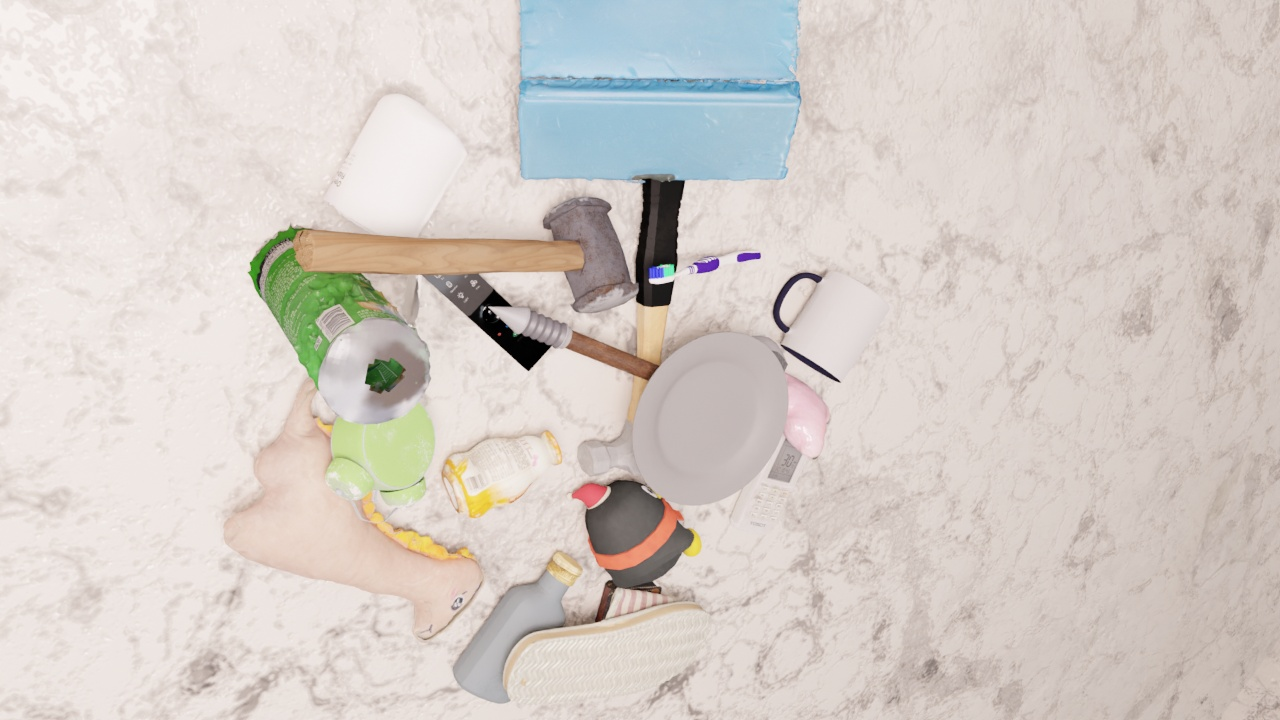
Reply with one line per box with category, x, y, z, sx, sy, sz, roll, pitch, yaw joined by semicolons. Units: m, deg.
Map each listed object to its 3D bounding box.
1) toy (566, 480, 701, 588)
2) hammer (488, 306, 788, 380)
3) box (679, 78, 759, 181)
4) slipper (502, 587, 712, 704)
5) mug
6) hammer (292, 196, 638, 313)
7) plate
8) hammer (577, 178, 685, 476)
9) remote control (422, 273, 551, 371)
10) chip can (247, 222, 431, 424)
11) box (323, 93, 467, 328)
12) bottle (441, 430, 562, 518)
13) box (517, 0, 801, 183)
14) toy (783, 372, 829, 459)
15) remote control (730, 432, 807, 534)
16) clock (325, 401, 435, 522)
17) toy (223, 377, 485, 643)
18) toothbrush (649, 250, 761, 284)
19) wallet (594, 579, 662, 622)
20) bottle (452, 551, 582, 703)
toy;-0.011;0.169;0.940;0.099;0.098;0.119;-40;117;-19
hammer;-0.004;0.006;0.864;0.322;0.043;0.156;22;95;-36
box;0.075;-0.271;0.833;0.096;0.086;0.199;-48;134;-41
slipper;-0.034;0.301;0.978;0.262;0.052;0.115;3;111;-40
mug;0.198;-0.046;0.997;0.112;0.078;0.097;33;91;-9
hammer;-0.116;-0.080;0.704;0.327;0.052;0.098;-10;78;-54
plate;0.068;0.057;0.893;0.178;0.012;0.178;-10;112;-26
hammer;0.012;-0.041;0.900;0.131;0.039;0.329;-8;113;-31
remote control;-0.137;-0.047;0.819;0.034;0.013;0.150;-48;127;-6
chip can;-0.216;-0.032;0.645;0.075;0.223;0.075;-15;120;-28
box;-0.186;-0.112;0.715;0.118;0.084;0.160;32;92;-30
bottle;-0.128;0.101;0.856;0.108;0.063;0.063;-23;120;-21
box;0.015;-0.224;0.749;0.232;0.066;0.173;-1;120;-4
toy;0.176;0.055;1.020;0.050;0.102;0.093;-37;102;27
remote control;0.154;0.138;1.071;0.060;0.025;0.138;17;100;-36
clock;-0.215;0.075;0.764;0.094;0.043;0.119;22;69;-52
toy;-0.228;0.145;0.816;0.264;0.065;0.196;29;84;-42
toothbrush;0.066;-0.094;0.889;0.186;0.015;0.016;-19;111;-49
wallet;-0.022;0.305;1.036;0.072;0.019;0.123;5;107;-33
bottle;-0.119;0.272;0.945;0.072;0.046;0.161;37;88;-37
